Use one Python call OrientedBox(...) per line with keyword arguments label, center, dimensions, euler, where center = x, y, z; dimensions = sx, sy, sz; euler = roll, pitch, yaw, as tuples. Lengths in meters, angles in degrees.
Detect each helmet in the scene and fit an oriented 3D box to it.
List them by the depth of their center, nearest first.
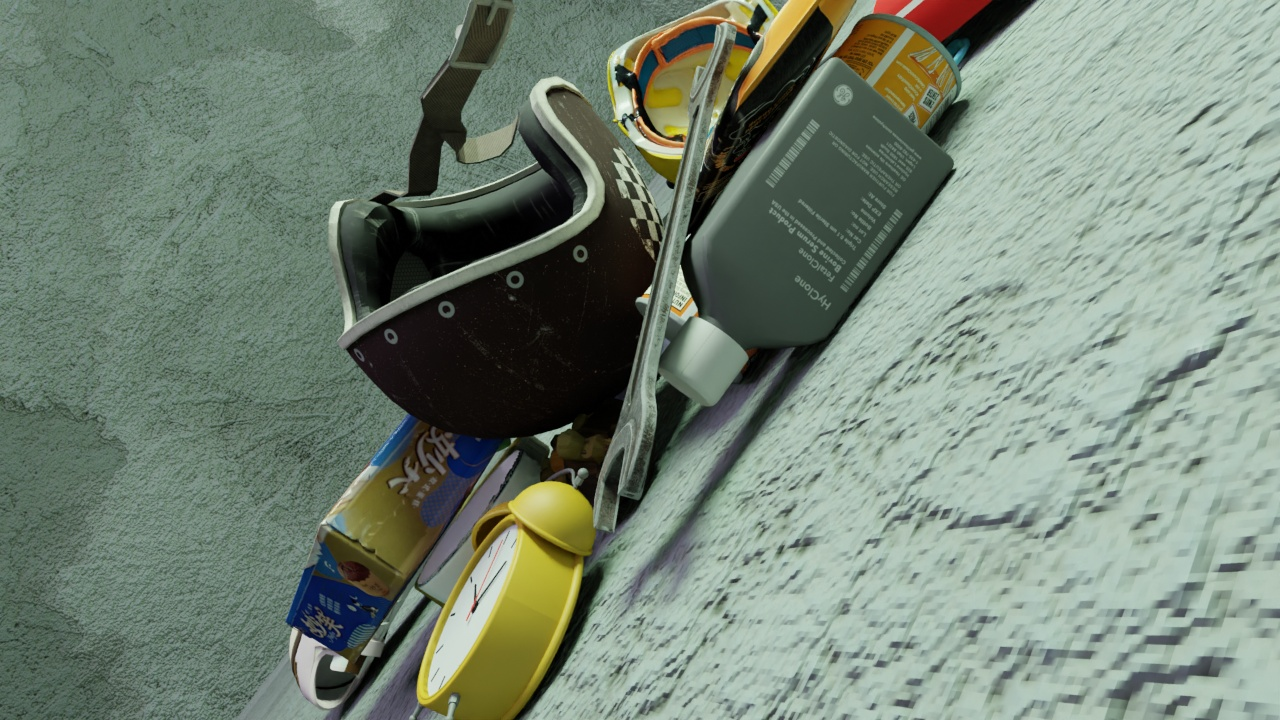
OrientedBox(label="helmet", center=(-0.091, -0.077, 0.606), dimensions=(0.234, 0.253, 0.233), euler=(-22, -6, 26))
OrientedBox(label="helmet", center=(0.085, -0.266, 1.004), dimensions=(0.209, 0.140, 0.239), euler=(-21, 56, 9))

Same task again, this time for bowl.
OrientedBox(label="bowl", center=(-0.093, 0.122, 0.623), dimensions=(0.113, 0.063, 0.113), euler=(-49, 9, 11))

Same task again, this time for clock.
OrientedBox(label="clock", center=(-0.073, 0.127, 0.501), dimensions=(0.114, 0.052, 0.151), euler=(-35, 29, 56))

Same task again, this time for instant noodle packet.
OrientedBox(label="instant noodle packet", center=(0.079, -0.165, 0.576), dimensions=(0.159, 0.032, 0.221), euler=(-54, -1, -17))

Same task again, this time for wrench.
OrientedBox(label="wrench", center=(0.014, -0.050, 0.455), dimensions=(0.070, 0.010, 0.272), euler=(136, 149, -68))

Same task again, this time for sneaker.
OrientedBox(label="sneaker", center=(-0.263, 0.225, 0.929), dimensions=(0.294, 0.111, 0.116), euler=(-55, 27, 3))

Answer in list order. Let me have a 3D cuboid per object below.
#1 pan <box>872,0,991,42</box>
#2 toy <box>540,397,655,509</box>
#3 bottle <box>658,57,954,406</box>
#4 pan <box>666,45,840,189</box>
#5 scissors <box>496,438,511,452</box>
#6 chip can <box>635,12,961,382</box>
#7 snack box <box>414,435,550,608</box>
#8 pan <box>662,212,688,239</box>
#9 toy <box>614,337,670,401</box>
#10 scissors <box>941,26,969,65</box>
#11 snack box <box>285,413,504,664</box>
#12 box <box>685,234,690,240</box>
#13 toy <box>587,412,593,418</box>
OrientedBox(label="pan", center=(0.235, -0.262, 0.559), dimensions=(0.209, 0.067, 0.355), euler=(-43, 9, 21))
OrientedBox(label="toy", center=(-0.034, 0.060, 0.566), dimensions=(0.100, 0.062, 0.076), euler=(-11, 57, 49))
OrientedBox(label="bottle", center=(0.072, -0.055, 0.461), dimensions=(0.173, 0.083, 0.046), euler=(-53, 9, -8))
OrientedBox(label="pan", center=(0.171, -0.317, 1.139), dimensions=(0.358, 0.021, 0.198), euler=(-35, 2, 37))
OrientedBox(label="scissors", center=(-0.197, 0.100, 0.873), dimensions=(0.170, 0.028, 0.139), euler=(-24, 6, -27))
OrientedBox(label="chip can", center=(0.092, -0.094, 0.534), dimensions=(0.215, 0.075, 0.075), euler=(-52, 9, -6))
OrientedBox(label="snack box", center=(-0.138, 0.140, 0.851), dimensions=(0.121, 0.045, 0.180), euler=(-52, 5, 10))
OrientedBox(label="pan", center=(0.037, -0.129, 1.055), dimensions=(0.204, 0.044, 0.355), euler=(-48, 9, 17))
OrientedBox(label="toy", center=(-0.004, 0.004, 0.752), dimensions=(0.099, 0.036, 0.080), euler=(-58, 4, -34))
OrientedBox(label="scissors", center=(0.198, -0.201, 0.659), dimensions=(0.136, 0.015, 0.134), euler=(-45, 5, 28))
OrientedBox(label="snack box", center=(-0.190, 0.127, 0.713), dimensions=(0.203, 0.069, 0.154), euler=(-53, 4, 48))
OrientedBox(label="box", center=(0.099, -0.114, 0.687), dimensions=(0.080, 0.079, 0.209), euler=(11, 60, 45))
OrientedBox(label="toy", center=(-0.096, 0.002, 0.817), dimensions=(0.199, 0.203, 0.162), euler=(76, -174, -51))
